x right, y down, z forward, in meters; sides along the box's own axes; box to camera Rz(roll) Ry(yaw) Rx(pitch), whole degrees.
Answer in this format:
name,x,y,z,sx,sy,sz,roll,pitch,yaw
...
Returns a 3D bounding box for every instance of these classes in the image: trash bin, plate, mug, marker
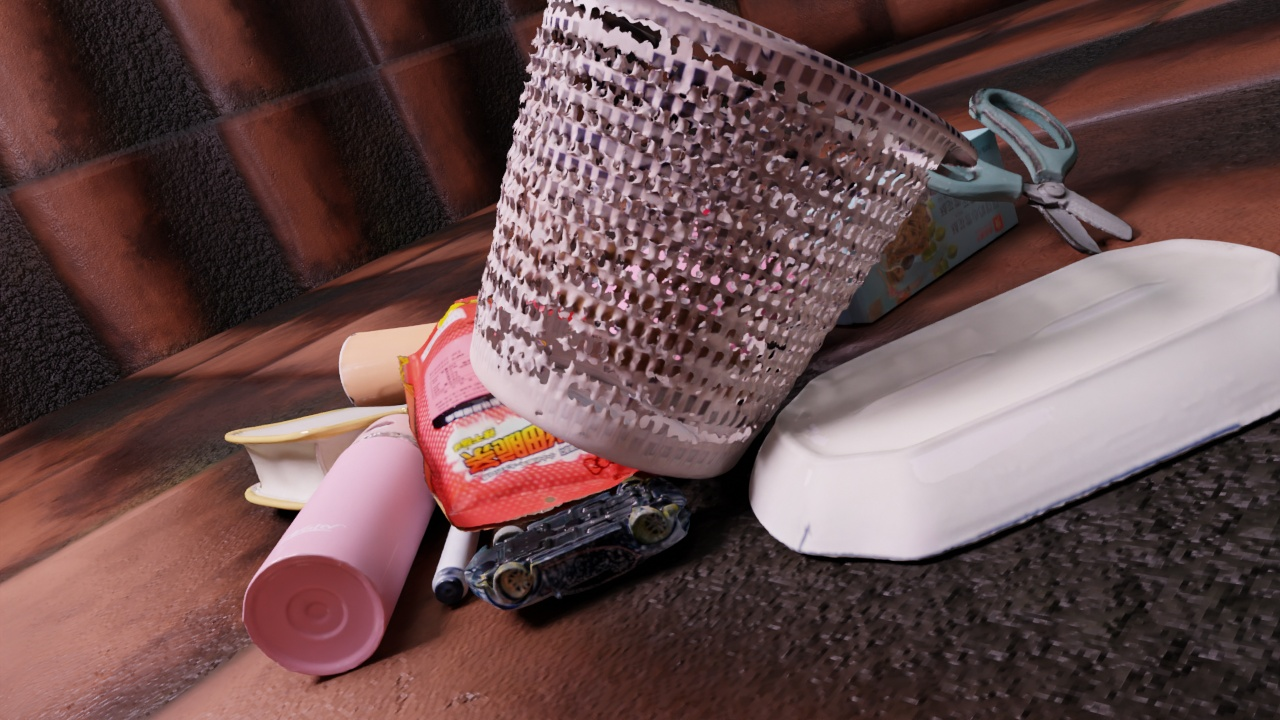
name,x,y,z,sx,sy,sz,roll,pitch,yaw
trash bin,0.016,-0.058,0.453,0.227,0.192,0.227,22,13,-6
plate,0.169,0.005,0.406,0.265,0.034,0.162,-23,16,-1
mug,-0.206,0.001,0.854,0.123,0.078,0.078,-11,19,20
marker,-0.095,0.093,0.503,0.023,0.018,0.130,-40,14,7

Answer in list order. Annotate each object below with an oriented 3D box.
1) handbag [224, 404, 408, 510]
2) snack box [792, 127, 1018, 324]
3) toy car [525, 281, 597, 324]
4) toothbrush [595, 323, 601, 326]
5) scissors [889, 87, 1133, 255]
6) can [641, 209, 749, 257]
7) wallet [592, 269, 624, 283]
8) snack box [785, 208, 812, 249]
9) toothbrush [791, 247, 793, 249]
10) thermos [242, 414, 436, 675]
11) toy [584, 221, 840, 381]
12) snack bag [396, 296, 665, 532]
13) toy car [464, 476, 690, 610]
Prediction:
name,x,y,z,sx,sy,sz,roll,pitch,yaw
handbag,-0.201,0.062,0.699,0.178,0.063,0.164,-17,9,-42
snack box,0.184,-0.094,0.631,0.174,0.074,0.052,-31,18,-27
toy car,-0.091,-0.036,0.848,0.121,0.053,0.045,-17,15,22
toothbrush,0.005,-0.059,0.866,0.016,0.014,0.189,-40,0,43
scissors,0.252,-0.130,0.597,0.177,0.019,0.168,34,54,25
can,0.046,-0.095,0.830,0.093,0.066,0.067,-32,19,-30
wallet,-0.037,-0.076,0.970,0.121,0.019,0.097,-8,20,45
snack box,0.205,-0.127,0.793,0.158,0.026,0.084,-7,22,42
toothbrush,0.079,-0.048,0.733,0.187,0.017,0.016,-37,24,-34
thermos,-0.142,0.086,0.510,0.087,0.067,0.198,-13,16,3
toy,0.020,-0.026,0.611,0.178,0.074,0.195,-47,37,-14
snack bag,-0.076,0.030,0.541,0.128,0.073,0.208,-7,26,-21
toy car,-0.027,0.085,0.417,0.105,0.031,0.049,-21,13,-3
